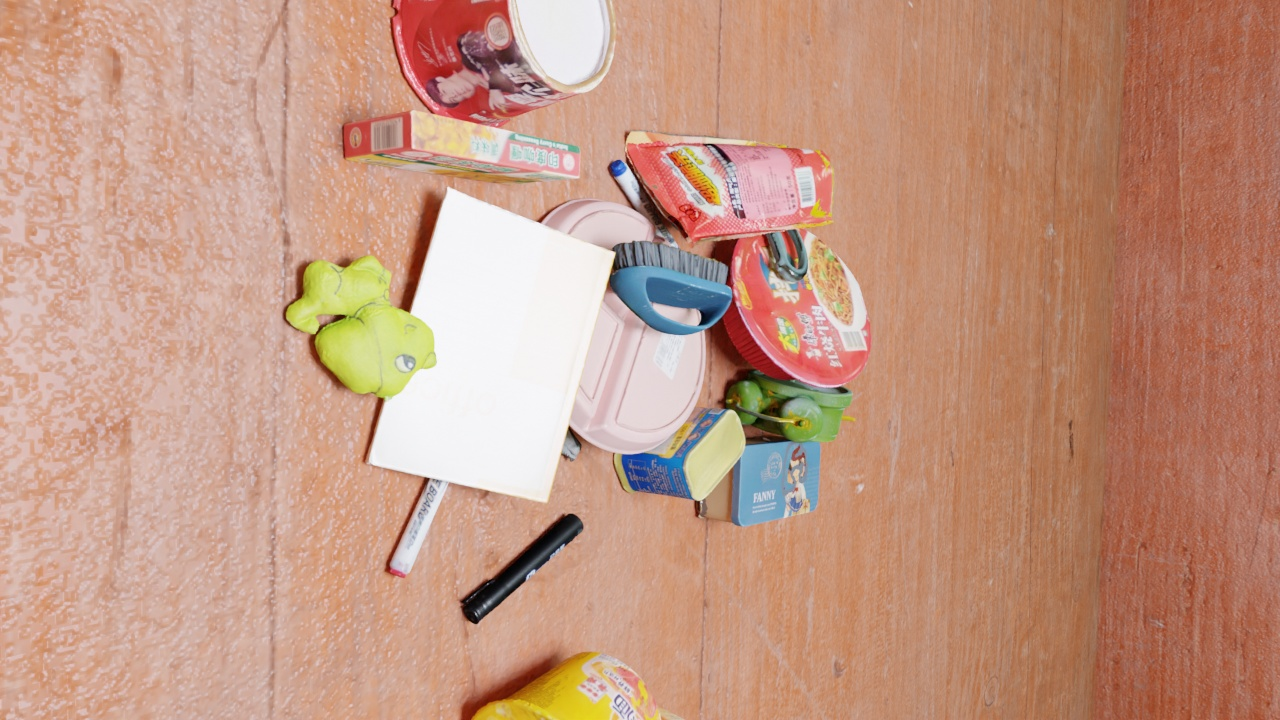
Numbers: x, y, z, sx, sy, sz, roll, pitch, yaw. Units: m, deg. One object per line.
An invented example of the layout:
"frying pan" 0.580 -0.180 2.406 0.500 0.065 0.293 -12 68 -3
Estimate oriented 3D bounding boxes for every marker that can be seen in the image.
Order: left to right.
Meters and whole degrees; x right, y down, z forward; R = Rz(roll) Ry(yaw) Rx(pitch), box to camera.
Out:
"marker" -0.152 0.092 0.689 0.017 0.017 0.145 42 61 -44
"marker" -0.096 0.170 0.763 0.131 0.020 0.022 -37 91 -42
"marker" 0.012 -0.133 0.874 0.146 0.017 0.016 53 54 -39

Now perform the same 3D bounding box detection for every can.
"can" 0.039 0.085 0.870 0.101 0.083 0.057 -43 124 -40

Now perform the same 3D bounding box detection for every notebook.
"notebook" -0.107 -0.007 0.687 0.145 0.010 0.206 18 84 -28

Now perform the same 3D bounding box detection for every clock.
"clock" 0.160 0.049 0.994 0.161 0.116 0.056 -1 104 -53

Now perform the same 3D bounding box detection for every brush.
"brush" 0.029 -0.058 0.792 0.143 0.055 0.073 10 70 -50

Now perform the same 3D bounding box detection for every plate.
"plate" -0.013 -0.033 0.803 0.229 0.028 0.229 19 64 -47

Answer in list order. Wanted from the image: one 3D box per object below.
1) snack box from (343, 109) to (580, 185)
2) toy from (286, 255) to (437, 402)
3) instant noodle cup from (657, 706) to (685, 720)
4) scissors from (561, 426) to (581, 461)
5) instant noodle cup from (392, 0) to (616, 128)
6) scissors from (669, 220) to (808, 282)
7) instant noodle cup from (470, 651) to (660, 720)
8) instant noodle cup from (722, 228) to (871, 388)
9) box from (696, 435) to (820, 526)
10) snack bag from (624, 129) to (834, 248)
"snack box" -0.123 -0.150 0.658 0.155 0.077 0.027 -3 95 -51
"toy" -0.187 -0.020 0.619 0.096 0.031 0.100 -9 99 -30
"instant noodle cup" 0.013 0.391 0.840 0.151 0.112 0.151 -5 97 -50
"scissors" -0.093 -0.006 0.755 0.209 0.015 0.182 20 77 -50
"instant noodle cup" -0.092 -0.240 0.665 0.137 0.109 0.138 -6 98 -50
"scissors" 0.099 -0.143 0.930 0.169 0.019 0.174 -27 84 -40
"instant noodle cup" -0.055 0.311 0.742 0.109 0.138 0.138 -23 111 -56
"instant noodle cup" 0.156 -0.051 0.978 0.193 0.066 0.193 16 58 -28
"box" 0.127 0.127 1.000 0.184 0.064 0.090 -2 94 -52
"snack bag" 0.093 -0.169 0.886 0.207 0.073 0.128 -11 66 -35
